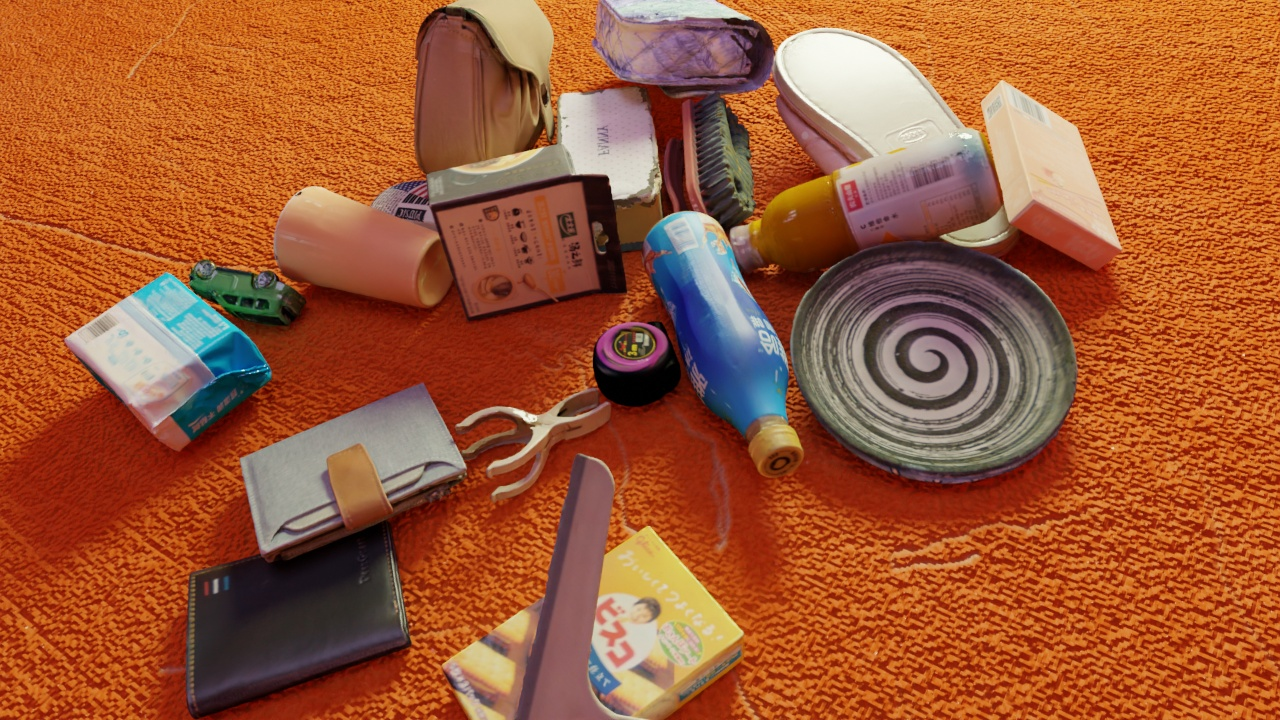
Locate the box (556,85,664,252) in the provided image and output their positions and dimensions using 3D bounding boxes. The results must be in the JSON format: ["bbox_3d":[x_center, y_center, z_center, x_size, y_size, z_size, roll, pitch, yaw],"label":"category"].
[{"bbox_3d":[-0.027,-0.168,0.778,0.090,0.060,0.184,-5,45,3],"label":"box"}]

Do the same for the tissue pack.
[{"bbox_3d":[-0.340,-0.001,0.666,0.140,0.063,0.089,29,59,32],"label":"tissue pack"}]

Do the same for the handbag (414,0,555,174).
[{"bbox_3d":[-0.124,-0.232,0.774,0.100,0.148,0.204,5,30,4],"label":"handbag"}]

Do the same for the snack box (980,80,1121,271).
[{"bbox_3d":[0.307,-0.143,0.695,0.084,0.026,0.157,24,47,-16],"label":"snack box"}]

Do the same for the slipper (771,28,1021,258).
[{"bbox_3d":[0.202,-0.175,0.748,0.114,0.054,0.274,-28,61,-12],"label":"slipper"}]

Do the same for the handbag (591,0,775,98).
[{"bbox_3d":[0.031,-0.295,0.842,0.134,0.076,0.193,-3,30,-10],"label":"handbag"}]

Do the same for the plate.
[{"bbox_3d":[0.187,0.000,0.595,0.179,0.024,0.179,-3,59,4],"label":"plate"}]

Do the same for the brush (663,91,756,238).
[{"bbox_3d":[0.053,-0.149,0.750,0.069,0.063,0.145,-26,42,27],"label":"brush"}]

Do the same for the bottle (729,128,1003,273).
[{"bbox_3d":[0.158,-0.107,0.663,0.190,0.068,0.067,-16,44,22],"label":"bottle"}]

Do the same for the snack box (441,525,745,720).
[{"bbox_3d":[-0.024,0.161,0.489,0.140,0.034,0.087,-29,50,-20],"label":"snack box"}]

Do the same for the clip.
[{"bbox_3d":[-0.065,0.057,0.592,0.103,0.035,0.092,-7,42,-8],"label":"clip"}]

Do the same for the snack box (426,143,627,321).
[{"bbox_3d":[-0.081,-0.092,0.676,0.125,0.113,0.053,-14,47,-5],"label":"snack box"}]

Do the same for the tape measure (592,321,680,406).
[{"bbox_3d":[-0.004,0.004,0.627,0.058,0.039,0.057,-13,46,-10],"label":"tape measure"}]

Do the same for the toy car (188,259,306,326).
[{"bbox_3d":[-0.311,-0.052,0.722,0.091,0.043,0.036,13,73,10],"label":"toy car"}]

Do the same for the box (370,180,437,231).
[{"bbox_3d":[-0.146,-0.114,0.761,0.164,0.057,0.070,12,27,18],"label":"box"}]

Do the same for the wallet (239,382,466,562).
[{"bbox_3d":[-0.186,0.068,0.588,0.129,0.037,0.106,-23,38,-16],"label":"wallet"}]

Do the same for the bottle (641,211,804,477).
[{"bbox_3d":[0.057,-0.015,0.616,0.065,0.065,0.218,-15,48,-6],"label":"bottle"}]

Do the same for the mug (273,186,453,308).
[{"bbox_3d":[-0.212,-0.084,0.720,0.123,0.078,0.078,18,52,16],"label":"mug"}]

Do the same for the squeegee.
[{"bbox_3d":[0.062,0.190,0.433,0.246,0.039,0.246,11,77,3],"label":"squeegee"}]

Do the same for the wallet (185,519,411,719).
[{"bbox_3d":[-0.202,0.147,0.539,0.122,0.020,0.096,-16,47,-10],"label":"wallet"}]
